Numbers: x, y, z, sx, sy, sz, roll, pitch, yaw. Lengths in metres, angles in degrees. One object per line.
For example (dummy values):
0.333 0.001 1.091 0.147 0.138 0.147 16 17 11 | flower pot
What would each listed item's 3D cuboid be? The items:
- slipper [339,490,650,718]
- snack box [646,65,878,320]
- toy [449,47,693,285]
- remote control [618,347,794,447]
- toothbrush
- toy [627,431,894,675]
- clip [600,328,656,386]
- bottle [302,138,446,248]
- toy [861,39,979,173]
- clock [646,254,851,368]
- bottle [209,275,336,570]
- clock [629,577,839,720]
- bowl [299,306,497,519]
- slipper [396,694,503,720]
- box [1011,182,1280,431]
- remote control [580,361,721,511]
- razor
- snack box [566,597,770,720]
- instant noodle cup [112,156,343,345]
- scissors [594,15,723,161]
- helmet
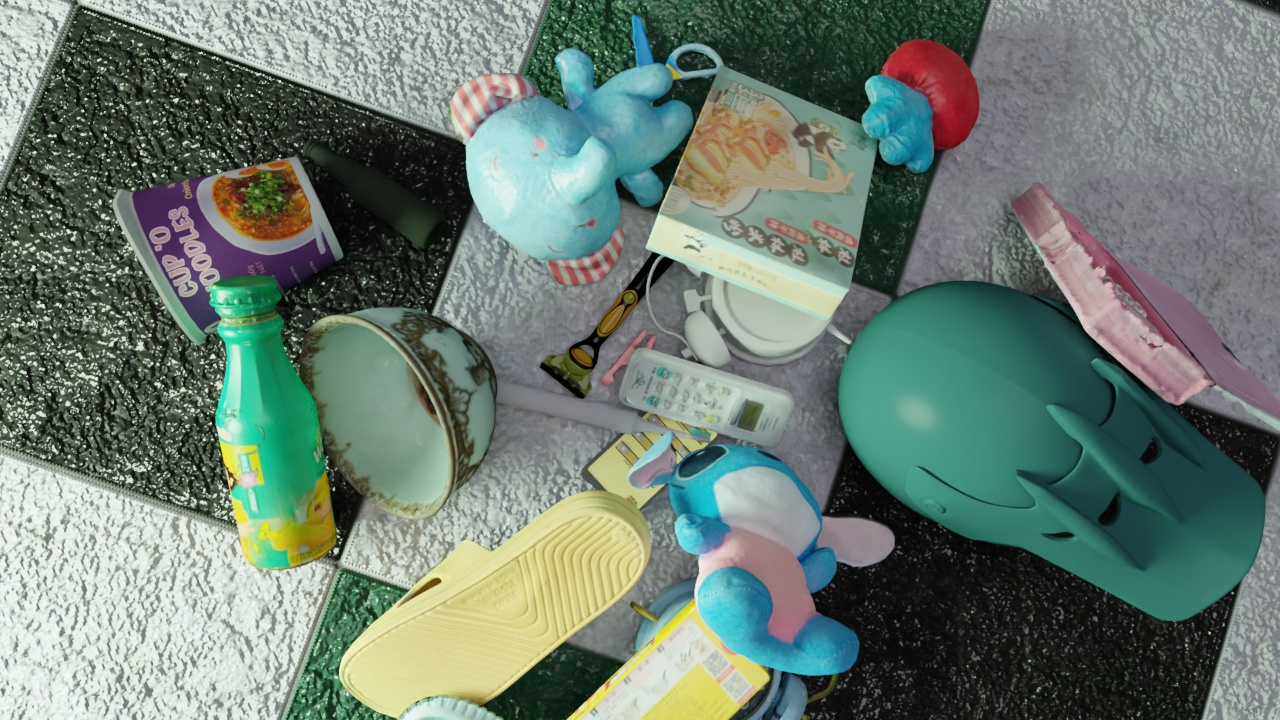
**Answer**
-0.104 0.179 0.687 0.264 0.078 0.099 -36 105 14 | slipper
0.099 -0.132 0.697 0.141 0.044 0.193 22 51 -1 | snack box
-0.043 -0.151 0.694 0.181 0.114 0.183 -30 114 5 | toy
0.051 0.028 0.718 0.133 0.022 0.050 17 116 -5 | remote control
-0.037 0.042 0.722 0.188 0.018 0.019 13 86 4 | toothbrush
0.093 0.139 0.663 0.224 0.191 0.099 26 118 -21 | toy
-0.012 0.001 0.738 0.045 0.023 0.059 7 91 -5 | clip
-0.213 -0.136 0.728 0.123 0.033 0.033 35 85 0 | bottle
0.222 -0.203 0.735 0.092 0.062 0.132 47 62 -1 | toy
0.084 -0.052 0.730 0.159 0.061 0.120 1 83 1 | clock
-0.267 0.044 0.659 0.068 0.068 0.210 -4 109 -4 | bottle
0.071 0.228 0.707 0.162 0.060 0.118 -4 86 -1 | clock
-0.163 0.026 0.678 0.093 0.160 0.160 -33 88 -46 | bowl
-0.074 0.354 0.671 0.276 0.069 0.116 36 115 -4 | slipper
0.365 -0.036 0.671 0.179 0.232 0.040 33 119 -8 | box
0.019 0.065 0.738 0.133 0.013 0.058 -43 90 -5 | remote control
-0.020 -0.037 0.740 0.044 0.021 0.144 39 82 0 | razor
0.014 0.250 0.660 0.152 0.025 0.075 -43 88 -3 | snack box
-0.296 -0.094 0.678 0.121 0.137 0.122 -25 74 -15 | instant noodle cup
0.010 -0.226 0.758 0.126 0.013 0.125 -12 88 -9 | scissors
0.277 0.057 0.661 0.275 0.200 0.176 36 84 -1 | helmet
